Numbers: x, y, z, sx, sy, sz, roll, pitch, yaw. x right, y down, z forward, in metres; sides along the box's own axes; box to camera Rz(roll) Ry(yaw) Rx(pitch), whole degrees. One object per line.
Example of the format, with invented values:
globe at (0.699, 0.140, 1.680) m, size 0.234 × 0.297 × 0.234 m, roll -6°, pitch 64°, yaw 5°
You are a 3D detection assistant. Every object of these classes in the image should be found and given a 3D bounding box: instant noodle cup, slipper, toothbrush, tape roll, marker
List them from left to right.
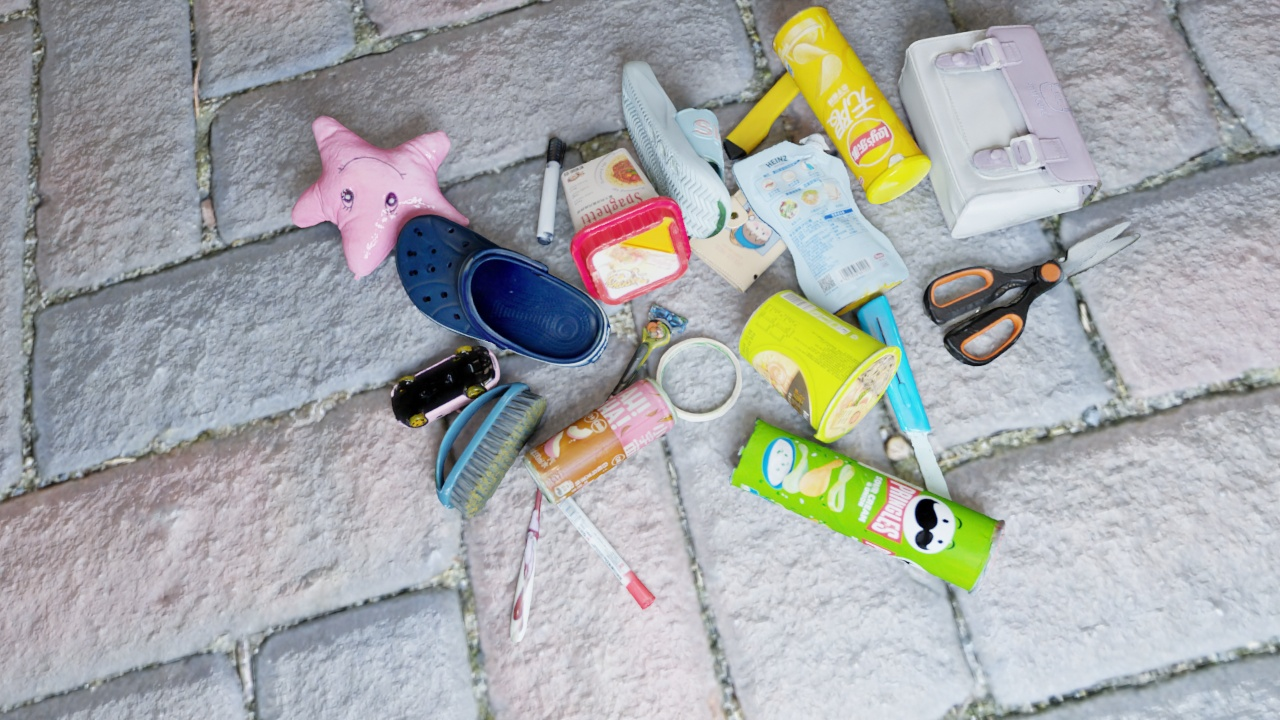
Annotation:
slipper at (-0.152, -0.067, 0.934) m, size 0.253 × 0.095 × 0.105 m, roll 27°, pitch 86°, yaw 11°
toothbrush at (-0.106, 0.175, 0.884) m, size 0.016 × 0.017 × 0.187 m, roll 5°, pitch 70°, yaw 6°
marker at (-0.098, -0.188, 1.017) m, size 0.022 × 0.018 × 0.130 m, roll 4°, pitch 70°, yaw -1°
marker at (-0.038, 0.176, 0.875) m, size 0.017 × 0.017 × 0.145 m, roll -40°, pitch 70°, yaw -7°
instant noodle cup at (-0.022, -0.142, 0.944) m, size 0.116 × 0.117 × 0.124 m, roll -24°, pitch 57°, yaw -1°
slipper at (0.043, -0.227, 0.967) m, size 0.074 × 0.104 × 0.245 m, roll -17°, pitch 57°, yaw -12°
tape roll at (0.059, 0.019, 0.920) m, size 0.086 × 0.014 × 0.085 m, roll -3°, pitch 69°, yaw 7°
instant noodle cup at (0.162, -0.002, 0.870) m, size 0.111 × 0.112 × 0.123 m, roll -44°, pitch 62°, yaw -9°

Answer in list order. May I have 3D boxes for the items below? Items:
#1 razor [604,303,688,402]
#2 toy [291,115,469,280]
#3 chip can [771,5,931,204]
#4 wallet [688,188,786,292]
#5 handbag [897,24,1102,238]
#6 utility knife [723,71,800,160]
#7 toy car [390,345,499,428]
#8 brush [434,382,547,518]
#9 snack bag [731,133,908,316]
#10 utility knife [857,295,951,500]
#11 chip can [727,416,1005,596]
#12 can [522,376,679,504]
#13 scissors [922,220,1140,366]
razor at (-0.006, 0.005, 0.930) m, size 0.043 × 0.022 × 0.142 m, roll 28°, pitch 77°, yaw 19°
toy at (-0.283, -0.173, 1.008) m, size 0.194 × 0.074 × 0.178 m, roll 10°, pitch 87°, yaw -1°
chip can at (0.219, -0.269, 0.964) m, size 0.072 × 0.072 × 0.213 m, roll -27°, pitch 72°, yaw -2°
wallet at (0.114, -0.137, 0.966) m, size 0.087 × 0.024 × 0.115 m, roll 42°, pitch 81°, yaw 15°
handbag at (0.362, -0.238, 0.931) m, size 0.145 × 0.098 × 0.196 m, roll -11°, pitch 69°, yaw -2°
utility knife at (0.145, -0.278, 1.016) m, size 0.033 × 0.015 × 0.156 m, roll 39°, pitch 79°, yaw 13°
toy car at (-0.199, 0.028, 0.943) m, size 0.122 × 0.037 × 0.056 m, roll -26°, pitch 65°, yaw 12°
brush at (-0.156, 0.081, 0.905) m, size 0.073 × 0.055 × 0.143 m, roll 28°, pitch 77°, yaw 16°
snack bag at (0.182, -0.142, 0.933) m, size 0.110 × 0.039 × 0.191 m, roll -28°, pitch 77°, yaw -2°
utility knife at (0.257, 0.042, 0.882) m, size 0.034 × 0.018 × 0.225 m, roll -15°, pitch 70°, yaw 2°
chip can at (0.200, 0.128, 0.829) m, size 0.236 × 0.072 × 0.072 m, roll 23°, pitch 75°, yaw 16°
can at (-0.038, 0.076, 0.881) m, size 0.147 × 0.058 × 0.058 m, roll -33°, pitch 69°, yaw -12°
scissors at (0.396, -0.065, 0.903) m, size 0.234 × 0.022 × 0.152 m, roll -5°, pitch 76°, yaw 2°
